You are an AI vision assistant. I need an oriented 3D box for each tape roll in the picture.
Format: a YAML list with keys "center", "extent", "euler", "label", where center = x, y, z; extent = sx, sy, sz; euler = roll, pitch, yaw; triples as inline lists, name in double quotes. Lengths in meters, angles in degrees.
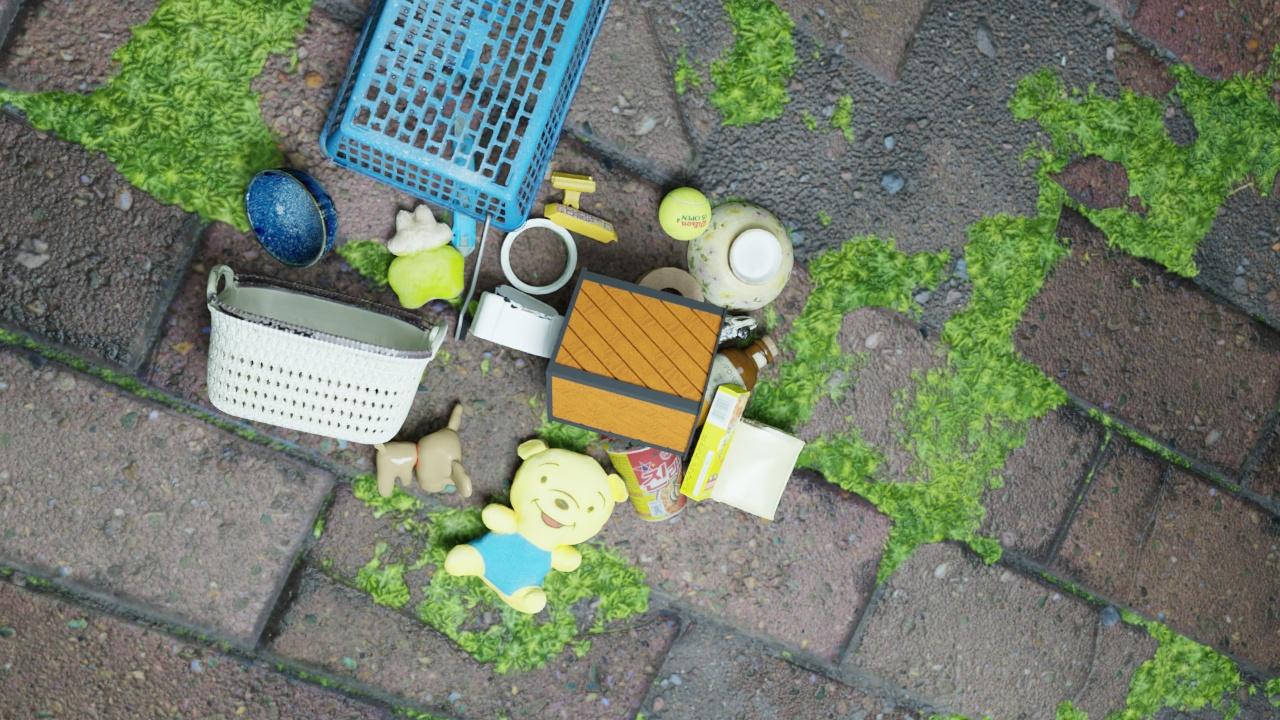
- center: [0.033, -0.073, 1.177]
  extent: [0.094, 0.027, 0.094]
  euler: [-1, 97, -13]
  label: "tape roll"
- center: [-0.126, -0.129, 1.139]
  extent: [0.093, 0.018, 0.094]
  euler: [-1, 97, -13]
  label: "tape roll"

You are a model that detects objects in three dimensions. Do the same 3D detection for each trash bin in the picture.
- center: [-0.006, 0.006, 1.071]
  extent: [0.172, 0.140, 0.139]
  euler: [15, 63, 3]
  label: "trash bin"

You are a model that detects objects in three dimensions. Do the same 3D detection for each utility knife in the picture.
- center: [-0.216, -0.210, 1.111]
  extent: [0.031, 0.015, 0.175]
  euler: [-3, 96, -16]
  label: "utility knife"

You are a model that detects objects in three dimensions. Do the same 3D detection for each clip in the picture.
- center: [-0.084, -0.209, 1.136]
  extent: [0.054, 0.048, 0.046]
  euler: [5, 70, -15]
  label: "clip"

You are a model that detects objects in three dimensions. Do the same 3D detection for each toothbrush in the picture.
- center: [-0.201, -0.097, 1.101]
  extent: [0.013, 0.013, 0.168]
  euler: [8, 115, -21]
  label: "toothbrush"

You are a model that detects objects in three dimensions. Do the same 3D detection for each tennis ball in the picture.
- center: [0.056, -0.184, 1.150]
  extent: [0.065, 0.065, 0.065]
  euler: [-1, 97, -13]
  label: "tennis ball"

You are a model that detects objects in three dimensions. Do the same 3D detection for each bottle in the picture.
- center: [0.108, 0.022, 1.185]
  extent: [0.157, 0.068, 0.068]
  euler: [-34, 103, -7]
  label: "bottle"

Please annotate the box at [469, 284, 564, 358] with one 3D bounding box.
- center: [-0.141, -0.061, 1.100]
  extent: [0.107, 0.102, 0.095]
  euler: [15, 91, -14]
  label: "box"

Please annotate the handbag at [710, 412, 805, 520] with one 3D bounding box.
- center: [0.143, 0.134, 1.203]
  extent: [0.111, 0.081, 0.119]
  euler: [21, 93, -7]
  label: "handbag"

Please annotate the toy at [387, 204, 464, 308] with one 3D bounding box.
- center: [-0.260, -0.125, 1.096]
  extent: [0.092, 0.043, 0.118]
  euler: [-15, 96, -6]
  label: "toy"

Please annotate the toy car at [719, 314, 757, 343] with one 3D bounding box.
- center: [0.095, -0.038, 1.184]
  extent: [0.112, 0.048, 0.040]
  euler: [-20, 101, -10]
  label: "toy car"

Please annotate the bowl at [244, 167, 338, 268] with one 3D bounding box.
- center: [-0.385, -0.169, 1.045]
  extent: [0.114, 0.060, 0.114]
  euler: [13, 122, 21]
  label: "bowl"

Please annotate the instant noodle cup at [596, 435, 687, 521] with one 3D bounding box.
- center: [0.015, 0.139, 1.168]
  extent: [0.100, 0.100, 0.112]
  euler: [-22, 108, -10]
  label: "instant noodle cup"

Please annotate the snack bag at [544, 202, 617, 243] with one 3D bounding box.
- center: [-0.072, -0.171, 1.138]
  extent: [0.099, 0.026, 0.020]
  euler: [19, 127, -21]
  label: "snack bag"

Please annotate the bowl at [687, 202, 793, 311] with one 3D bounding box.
- center: [0.138, -0.133, 1.176]
  extent: [0.145, 0.063, 0.145]
  euler: [-1, 96, -14]
  label: "bowl"

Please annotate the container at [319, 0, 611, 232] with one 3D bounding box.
- center: [-0.190, -0.359, 1.052]
  extent: [0.257, 0.089, 0.362]
  euler: [21, 89, -13]
  label: "container"

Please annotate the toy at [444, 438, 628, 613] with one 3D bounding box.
- center: [-0.127, 0.201, 1.145]
  extent: [0.149, 0.084, 0.214]
  euler: [37, 85, -14]
  label: "toy"

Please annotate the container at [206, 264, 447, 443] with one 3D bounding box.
- center: [-0.356, -0.006, 1.022]
  extent: [0.251, 0.184, 0.143]
  euler: [14, 102, -15]
  label: "container"

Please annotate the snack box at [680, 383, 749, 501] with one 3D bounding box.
- center: [0.093, 0.102, 1.142]
  extent: [0.029, 0.040, 0.148]
  euler: [25, 103, 25]
  label: "snack box"

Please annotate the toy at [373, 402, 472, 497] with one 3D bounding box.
- center: [-0.262, 0.119, 1.101]
  extent: [0.108, 0.134, 0.106]
  euler: [-5, 140, -13]
  label: "toy"
